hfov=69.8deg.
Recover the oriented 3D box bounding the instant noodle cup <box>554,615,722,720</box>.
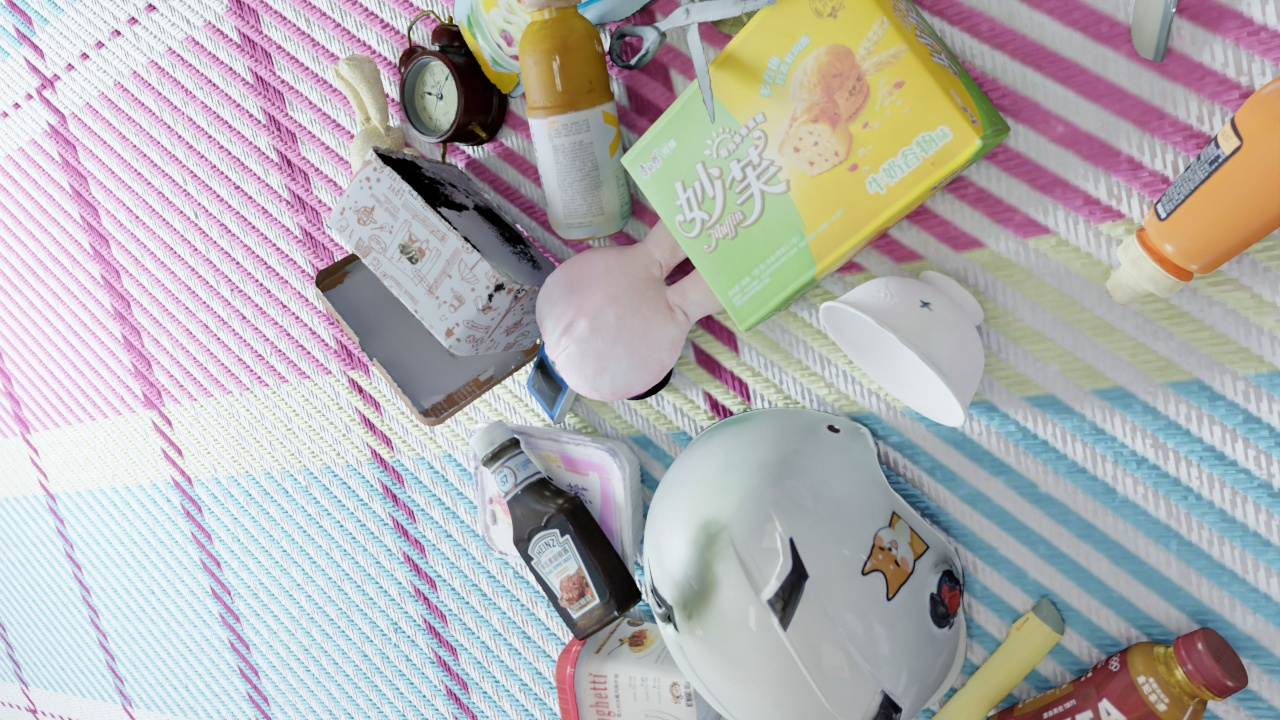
[{"bbox_3d":[0.004,0.289,0.812,0.124,0.116,0.116,-1,105,22],"label":"instant noodle cup"}]

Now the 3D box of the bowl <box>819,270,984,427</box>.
[{"bbox_3d":[0.183,-0.019,0.600,0.118,0.118,0.064,41,85,17],"label":"bowl"}]

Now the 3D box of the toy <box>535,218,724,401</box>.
[{"bbox_3d":[-0.003,-0.043,0.711,0.159,0.054,0.121,-32,82,4],"label":"toy"}]

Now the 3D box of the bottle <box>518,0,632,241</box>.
[{"bbox_3d":[-0.052,-0.188,0.695,0.068,0.067,0.190,6,118,33],"label":"bottle"}]

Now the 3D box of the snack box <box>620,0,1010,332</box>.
[{"bbox_3d":[0.108,-0.141,0.615,0.211,0.069,0.157,-40,82,36],"label":"snack box"}]

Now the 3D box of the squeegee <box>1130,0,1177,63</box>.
[{"bbox_3d":[0.196,-0.310,0.519,0.247,0.039,0.247,21,135,35],"label":"squeegee"}]

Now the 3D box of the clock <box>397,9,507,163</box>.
[{"bbox_3d":[-0.165,-0.235,0.780,0.082,0.055,0.122,-17,93,37],"label":"clock"}]

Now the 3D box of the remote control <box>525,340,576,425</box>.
[{"bbox_3d":[-0.066,0.001,0.798,0.049,0.024,0.125,51,137,22],"label":"remote control"}]

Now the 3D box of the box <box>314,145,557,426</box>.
[{"bbox_3d":[-0.182,-0.057,0.793,0.182,0.151,0.174,44,107,15],"label":"box"}]

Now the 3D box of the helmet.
[{"bbox_3d":[0.102,0.178,0.672,0.231,0.156,0.274,-23,92,38],"label":"helmet"}]

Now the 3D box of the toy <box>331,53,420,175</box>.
[{"bbox_3d":[-0.249,-0.199,0.842,0.105,0.066,0.157,13,119,37],"label":"toy"}]

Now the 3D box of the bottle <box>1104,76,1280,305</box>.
[{"bbox_3d":[0.317,-0.084,0.501,0.067,0.066,0.150,47,133,12],"label":"bottle"}]

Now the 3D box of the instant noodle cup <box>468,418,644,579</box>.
[{"bbox_3d":[-0.068,0.120,0.830,0.174,0.060,0.138,6,109,31],"label":"instant noodle cup"}]

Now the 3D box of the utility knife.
[{"bbox_3d":[0.245,0.255,0.685,0.031,0.022,0.217,39,117,19],"label":"utility knife"}]

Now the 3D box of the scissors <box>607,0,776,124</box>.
[{"bbox_3d":[0.028,-0.228,0.612,0.160,0.014,0.179,-31,60,50],"label":"scissors"}]

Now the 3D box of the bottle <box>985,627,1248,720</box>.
[{"bbox_3d":[0.309,0.233,0.609,0.057,0.057,0.175,50,126,11],"label":"bottle"}]

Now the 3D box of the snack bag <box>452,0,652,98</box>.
[{"bbox_3d":[-0.061,-0.292,0.703,0.191,0.038,0.110,-25,88,35],"label":"snack bag"}]

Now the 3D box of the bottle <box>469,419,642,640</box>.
[{"bbox_3d":[-0.079,0.139,0.780,0.080,0.043,0.195,-41,80,35],"label":"bottle"}]

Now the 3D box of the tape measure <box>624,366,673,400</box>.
[{"bbox_3d":[-0.005,0.004,0.759,0.058,0.039,0.057,9,110,32],"label":"tape measure"}]

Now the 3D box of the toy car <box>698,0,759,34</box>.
[{"bbox_3d":[0.085,-0.283,0.589,0.070,0.042,0.159,46,137,14],"label":"toy car"}]
